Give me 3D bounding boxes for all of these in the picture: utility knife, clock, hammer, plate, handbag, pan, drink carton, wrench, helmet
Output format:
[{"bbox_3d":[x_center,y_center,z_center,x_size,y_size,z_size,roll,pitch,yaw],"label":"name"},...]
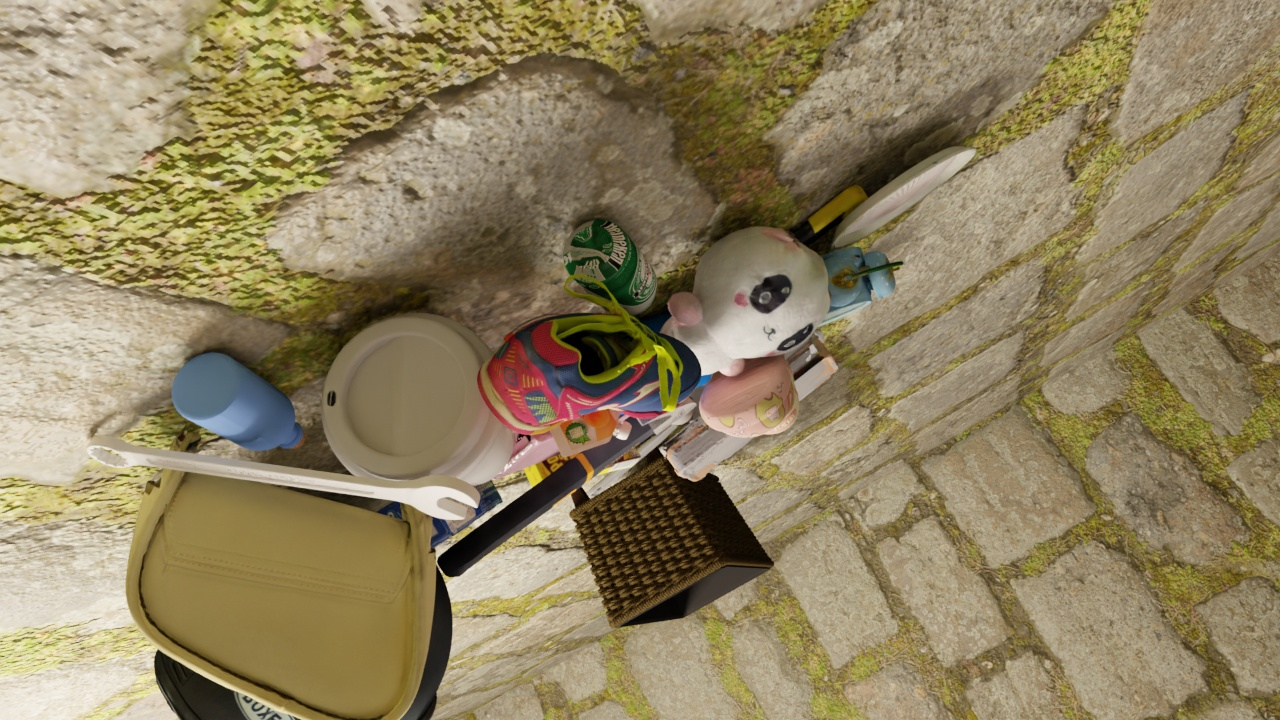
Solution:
[{"bbox_3d":[0.129,-0.097,0.891,0.214,0.020,0.028,-37,156,24],"label":"utility knife"},{"bbox_3d":[0.186,-0.073,0.915,0.117,0.060,0.162,-15,172,-37],"label":"clock"},{"bbox_3d":[-0.075,0.125,0.957,0.312,0.035,0.139,-36,167,-2],"label":"hammer"},{"bbox_3d":[0.243,-0.154,0.863,0.157,0.014,0.157,-32,172,-5],"label":"plate"},{"bbox_3d":[-0.269,0.171,0.697,0.232,0.190,0.089,19,172,-16],"label":"handbag"},{"bbox_3d":[0.065,0.056,1.123,0.357,0.050,0.200,-35,159,18],"label":"pan"},{"bbox_3d":[-0.061,0.022,0.781,0.069,0.122,0.039,-17,157,-27],"label":"drink carton"},{"bbox_3d":[-0.244,0.078,0.627,0.273,0.009,0.047,7,143,3],"label":"wrench"},{"bbox_3d":[-0.306,0.265,0.897,0.235,0.249,0.317,-45,-174,-19],"label":"helmet"}]

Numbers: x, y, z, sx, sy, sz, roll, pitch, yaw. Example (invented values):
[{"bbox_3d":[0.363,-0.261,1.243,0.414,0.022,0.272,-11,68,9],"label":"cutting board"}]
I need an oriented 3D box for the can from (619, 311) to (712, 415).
[{"bbox_3d":[-0.005,0.005,0.874,0.145,0.079,0.079,-19,158,-23],"label":"can"}]

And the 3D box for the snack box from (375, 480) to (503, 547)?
[{"bbox_3d":[-0.193,0.146,0.912,0.059,0.059,0.226,-29,178,1],"label":"snack box"}]

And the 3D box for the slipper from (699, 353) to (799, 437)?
[{"bbox_3d":[0.115,0.037,0.909,0.093,0.081,0.197,-27,-167,14],"label":"slipper"}]

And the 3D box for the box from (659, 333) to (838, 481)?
[{"bbox_3d":[0.121,0.052,1.026,0.216,0.063,0.081,-40,159,7],"label":"box"}]

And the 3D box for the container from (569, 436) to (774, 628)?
[{"bbox_3d":[0.040,0.242,1.309,0.176,0.205,0.321,-32,159,10],"label":"container"}]

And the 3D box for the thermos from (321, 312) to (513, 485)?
[{"bbox_3d":[-0.160,0.049,0.738,0.131,0.131,0.222,-27,167,-5],"label":"thermos"}]

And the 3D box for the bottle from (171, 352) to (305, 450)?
[{"bbox_3d":[-0.276,0.038,0.654,0.048,0.048,0.131,-27,160,-4],"label":"bottle"}]

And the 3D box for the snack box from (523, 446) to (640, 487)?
[{"bbox_3d":[-0.070,0.104,1.052,0.148,0.061,0.026,-8,153,-43],"label":"snack box"}]

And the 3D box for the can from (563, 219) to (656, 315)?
[{"bbox_3d":[-0.022,-0.070,0.713,0.053,0.053,0.101,-31,159,7],"label":"can"}]

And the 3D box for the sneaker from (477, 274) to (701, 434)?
[{"bbox_3d":[-0.009,0.001,0.681,0.091,0.116,0.241,-45,161,28],"label":"sneaker"}]

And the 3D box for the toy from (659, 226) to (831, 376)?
[{"bbox_3d":[0.083,-0.043,0.821,0.179,0.101,0.139,-39,133,1],"label":"toy"}]

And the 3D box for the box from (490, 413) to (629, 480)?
[{"bbox_3d":[-0.064,0.063,0.954,0.098,0.037,0.232,-39,168,36],"label":"box"}]
